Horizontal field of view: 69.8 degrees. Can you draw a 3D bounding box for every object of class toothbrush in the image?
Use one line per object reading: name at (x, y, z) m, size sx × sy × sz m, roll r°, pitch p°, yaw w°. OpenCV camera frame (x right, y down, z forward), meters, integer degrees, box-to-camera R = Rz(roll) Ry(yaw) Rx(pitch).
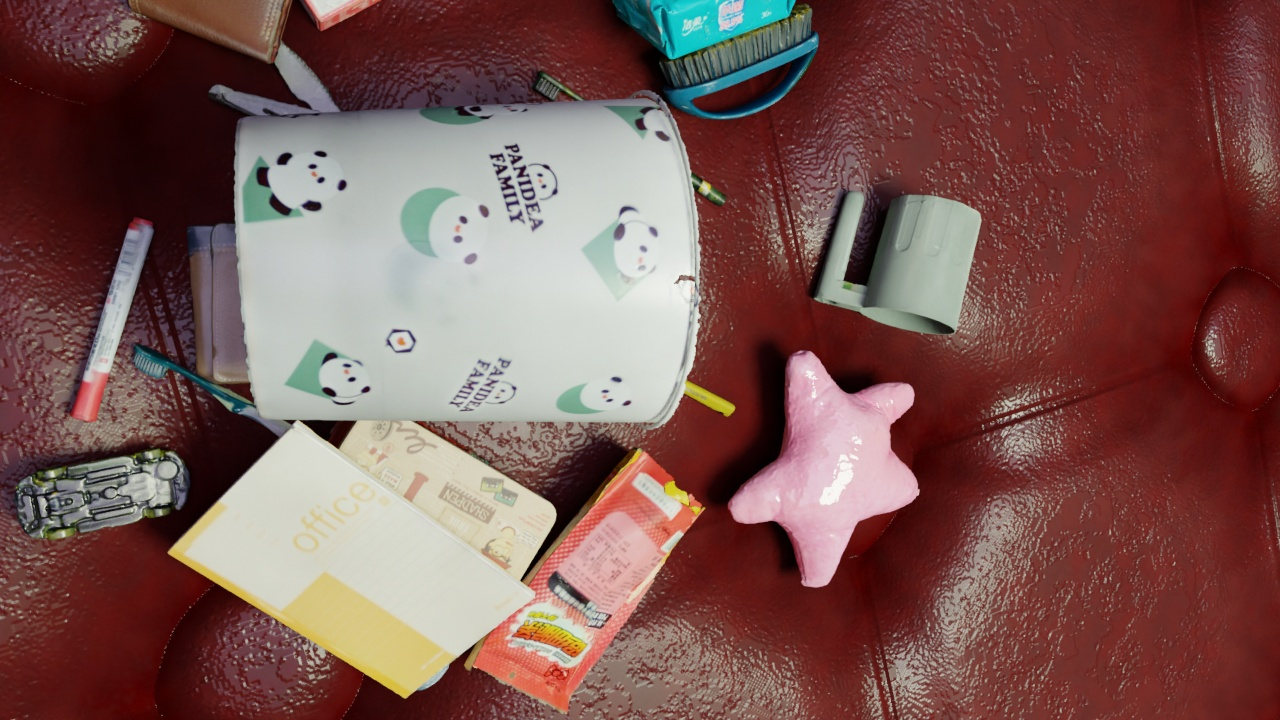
toothbrush at (-0.004, 0.004, 0.757) m, size 0.190 × 0.016 × 0.016 m, roll 26°, pitch 89°, yaw -17°
toothbrush at (-0.274, 0.035, 0.628) m, size 0.192 × 0.016 × 0.018 m, roll 26°, pitch 97°, yaw 12°
toothbrush at (-0.007, -0.177, 0.749) m, size 0.185 × 0.012 × 0.017 m, roll 31°, pitch 89°, yaw -17°

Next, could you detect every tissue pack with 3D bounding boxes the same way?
tissue pack at (0.051, -0.291, 0.717) m, size 0.133 × 0.093 × 0.050 m, roll -25°, pitch 141°, yaw -16°

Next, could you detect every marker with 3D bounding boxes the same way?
marker at (-0.366, -0.029, 0.638) m, size 0.017 × 0.017 × 0.145 m, roll 17°, pitch 87°, yaw -18°

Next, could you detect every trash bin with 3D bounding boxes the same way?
trash bin at (-0.117, -0.060, 0.595) m, size 0.251 × 0.230 × 0.229 m, roll -3°, pitch 94°, yaw -18°

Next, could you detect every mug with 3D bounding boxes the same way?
mug at (0.225, -0.087, 0.800) m, size 0.124 × 0.083 × 0.103 m, roll 16°, pitch 86°, yaw 7°

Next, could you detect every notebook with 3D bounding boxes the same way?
notebook at (-0.197, 0.146, 0.636) m, size 0.146 × 0.010 × 0.206 m, roll -40°, pitch 113°, yaw 18°

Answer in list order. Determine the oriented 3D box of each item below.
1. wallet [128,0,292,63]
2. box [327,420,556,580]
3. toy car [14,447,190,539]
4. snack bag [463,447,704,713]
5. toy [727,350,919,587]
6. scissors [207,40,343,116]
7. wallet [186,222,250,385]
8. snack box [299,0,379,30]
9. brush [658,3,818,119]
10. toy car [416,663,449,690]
wallet at (-0.284, -0.280, 0.626) m, size 0.101 × 0.032 × 0.124 m, roll 18°, pitch 99°, yaw -9°
box at (-0.159, 0.102, 0.688) m, size 0.168 × 0.078 × 0.091 m, roll 35°, pitch 81°, yaw -23°
toy car at (-0.370, 0.091, 0.636) m, size 0.105 × 0.032 × 0.048 m, roll -11°, pitch 96°, yaw -29°
snack bag at (-0.037, 0.175, 0.725) m, size 0.207 × 0.073 × 0.128 m, roll -52°, pitch 134°, yaw -8°
toy at (0.170, 0.101, 0.789) m, size 0.178 × 0.075 × 0.194 m, roll 20°, pitch 90°, yaw -20°
scissors at (-0.205, -0.148, 0.685) m, size 0.188 × 0.015 × 0.226 m, roll -15°, pitch 98°, yaw -16°
wallet at (-0.275, -0.040, 0.660) m, size 0.090 × 0.033 × 0.115 m, roll -1°, pitch 97°, yaw -19°
snack box at (-0.191, -0.314, 0.675) m, size 0.152 × 0.025 × 0.075 m, roll -35°, pitch 102°, yaw -13°
brush at (0.084, -0.239, 0.755) m, size 0.143 × 0.055 × 0.073 m, roll -27°, pitch 120°, yaw -15°
toy car at (-0.191, 0.200, 0.697) m, size 0.054 × 0.037 × 0.120 m, roll -37°, pitch 106°, yaw -13°
